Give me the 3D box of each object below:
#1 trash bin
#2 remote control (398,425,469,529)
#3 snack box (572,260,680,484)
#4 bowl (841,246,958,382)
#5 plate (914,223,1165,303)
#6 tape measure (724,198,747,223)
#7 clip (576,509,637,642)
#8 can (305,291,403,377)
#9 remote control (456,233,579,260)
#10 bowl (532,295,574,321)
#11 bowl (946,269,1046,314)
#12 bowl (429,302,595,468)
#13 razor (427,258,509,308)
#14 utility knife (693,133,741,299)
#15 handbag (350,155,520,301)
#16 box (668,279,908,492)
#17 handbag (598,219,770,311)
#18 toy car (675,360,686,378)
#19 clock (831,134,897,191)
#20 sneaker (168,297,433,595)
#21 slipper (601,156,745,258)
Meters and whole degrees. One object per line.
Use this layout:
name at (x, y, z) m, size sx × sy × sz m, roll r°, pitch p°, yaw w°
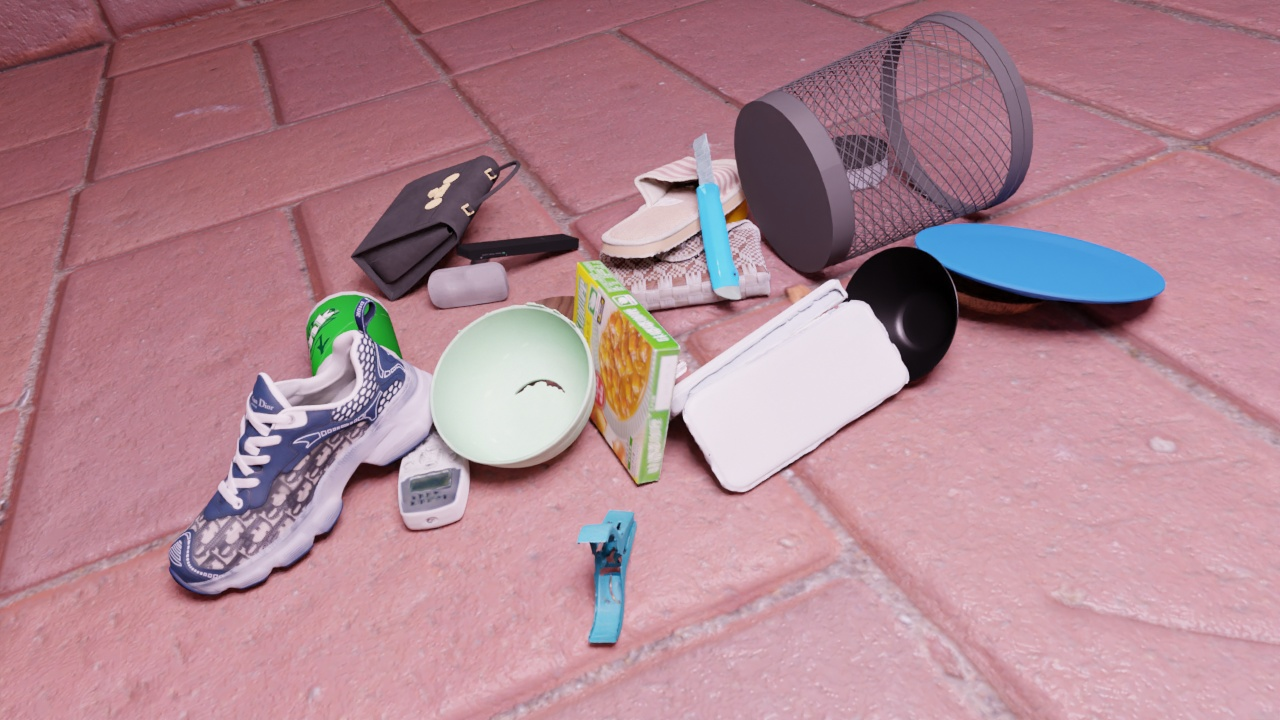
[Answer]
trash bin at (0.245, -0.223, 0.973) m, size 0.227 × 0.218 × 0.217 m, roll -25°, pitch 39°, yaw -13°
remote control at (-0.181, 0.100, 0.810) m, size 0.060 × 0.028 × 0.114 m, roll -11°, pitch 37°, yaw 1°
snack box at (-0.020, 0.006, 0.805) m, size 0.027 × 0.132 × 0.168 m, roll -8°, pitch 33°, yaw -24°
bowl at (0.248, -0.039, 0.840) m, size 0.052 × 0.124 × 0.124 m, roll 4°, pitch 23°, yaw -40°
plate at (0.376, -0.088, 0.881) m, size 0.224 × 0.024 × 0.224 m, roll 4°, pitch 24°, yaw -2°
tape measure at (0.100, -0.185, 1.111) m, size 0.059 × 0.030 × 0.068 m, roll -15°, pitch 37°, yaw -2°
clip at (-0.023, 0.159, 0.677) m, size 0.033 × 0.122 × 0.120 m, roll -6°, pitch 73°, yaw 9°
can at (-0.288, -0.005, 0.927) m, size 0.087 × 0.088 × 0.140 m, roll -20°, pitch 38°, yaw -12°
remote control at (-0.142, -0.133, 1.076) m, size 0.149 × 0.013 × 0.034 m, roll -12°, pitch 24°, yaw -38°
bowl at (-0.096, -0.021, 0.940) m, size 0.119 × 0.032 × 0.119 m, roll -11°, pitch 33°, yaw 7°
bowl at (0.332, -0.064, 0.888) m, size 0.114 × 0.026 × 0.101 m, roll 21°, pitch 30°, yaw 30°
bowl at (-0.104, 0.032, 0.821) m, size 0.151 × 0.077 × 0.150 m, roll -6°, pitch 65°, yaw 14°
razor at (-0.194, -0.108, 1.082) m, size 0.088 × 0.047 × 0.116 m, roll -7°, pitch 29°, yaw 5°
utility knife at (0.078, -0.157, 0.981) m, size 0.031 × 0.015 × 0.220 m, roll -7°, pitch 64°, yaw 3°
handbag at (-0.220, -0.183, 1.093) m, size 0.196 × 0.072 × 0.175 m, roll -24°, pitch 30°, yaw 28°
box at (0.114, 0.025, 0.818) m, size 0.210 × 0.105 × 0.129 m, roll -28°, pitch 84°, yaw -18°
handbag at (0.045, -0.105, 1.007) m, size 0.186 × 0.047 × 0.124 m, roll -8°, pitch 38°, yaw 4°
toy car at (-0.005, 0.005, 0.879) m, size 0.039 × 0.039 × 0.113 m, roll -37°, pitch 39°, yaw -28°
clock at (0.252, -0.248, 1.151) m, size 0.123 × 0.035 × 0.094 m, roll 15°, pitch 44°, yaw 32°
sneaker at (-0.298, 0.070, 0.773) m, size 0.268 × 0.132 × 0.103 m, roll -45°, pitch 44°, yaw -20°
slipper at (0.042, -0.188, 1.050) m, size 0.115 × 0.052 × 0.262 m, roll 9°, pitch 34°, yaw 31°
